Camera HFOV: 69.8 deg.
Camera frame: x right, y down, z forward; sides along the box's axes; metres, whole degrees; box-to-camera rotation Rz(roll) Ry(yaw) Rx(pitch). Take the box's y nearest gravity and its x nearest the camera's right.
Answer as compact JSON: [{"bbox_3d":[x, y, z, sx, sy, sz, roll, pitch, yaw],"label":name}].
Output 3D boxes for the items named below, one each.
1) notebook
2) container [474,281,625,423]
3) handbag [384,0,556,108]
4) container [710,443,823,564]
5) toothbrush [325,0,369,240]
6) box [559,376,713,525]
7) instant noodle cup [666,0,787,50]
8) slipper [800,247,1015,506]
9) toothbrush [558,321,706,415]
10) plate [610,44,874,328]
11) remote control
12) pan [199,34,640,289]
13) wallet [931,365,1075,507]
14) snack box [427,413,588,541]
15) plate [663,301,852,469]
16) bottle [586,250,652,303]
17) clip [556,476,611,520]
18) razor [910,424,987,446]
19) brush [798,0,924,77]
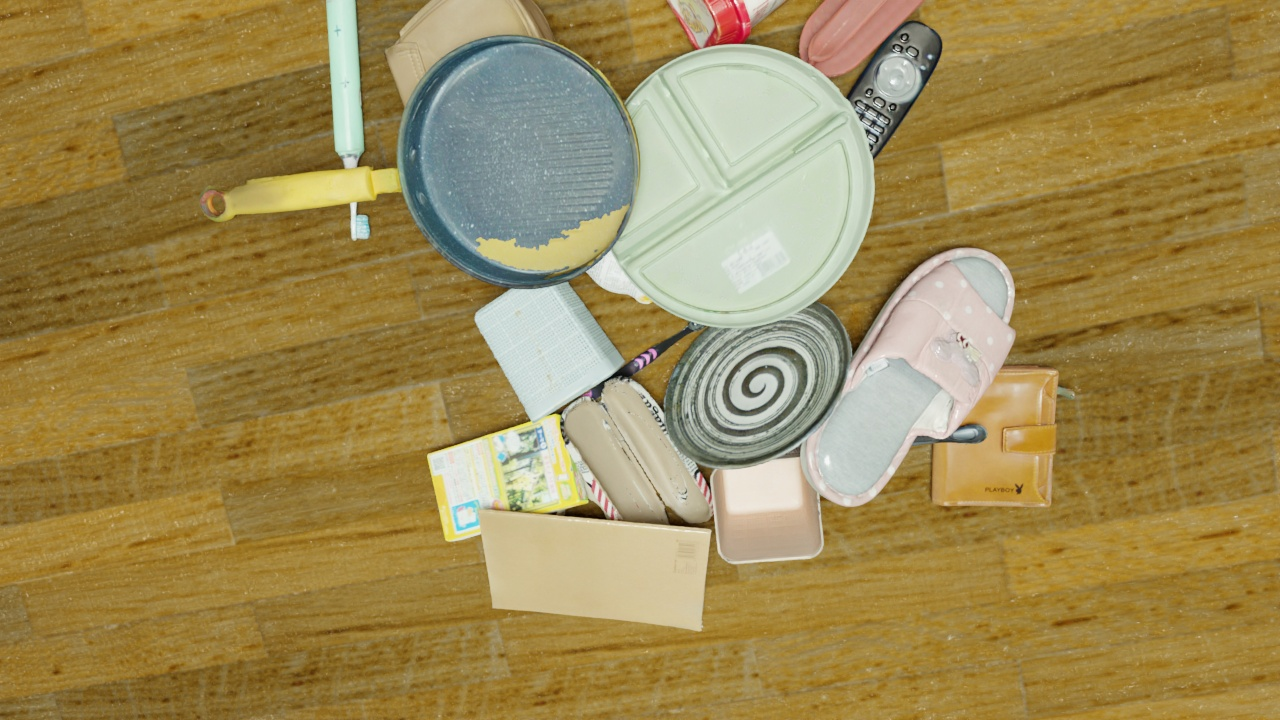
[{"bbox_3d":[-0.042,0.199,0.866,0.211,0.012,0.150,5,131,4],"label":"notebook"},{"bbox_3d":[-0.083,-0.018,0.833,0.090,0.090,0.111,-31,93,9],"label":"container"},{"bbox_3d":[-0.128,-0.215,0.801,0.148,0.099,0.204,-15,98,15],"label":"handbag"},{"bbox_3d":[0.111,0.118,0.827,0.090,0.110,0.090,-6,99,6],"label":"container"},{"bbox_3d":[-0.269,-0.223,0.843,0.027,0.026,0.224,-3,100,-17],"label":"toothbrush"},{"bbox_3d":[-0.001,0.096,0.849,0.086,0.075,0.162,-28,97,35],"label":"box"},{"bbox_3d":[0.087,-0.331,0.758,0.124,0.116,0.116,-32,96,-3],"label":"instant noodle cup"},{"bbox_3d":[0.236,0.009,0.774,0.114,0.054,0.274,46,74,-12],"label":"slipper"},{"bbox_3d":[-0.005,0.005,0.866,0.189,0.017,0.014,-35,85,11],"label":"toothbrush"},{"bbox_3d":[0.071,-0.137,0.743,0.230,0.027,0.230,4,104,16],"label":"plate"},{"bbox_3d":[0.211,-0.230,0.802,0.053,0.024,0.136,33,99,1],"label":"remote control"},{"bbox_3d":[-0.177,-0.147,0.737,0.358,0.078,0.198,-3,107,12],"label":"pan"},{"bbox_3d":[0.330,0.069,0.842,0.119,0.035,0.131,0,100,11],"label":"wallet"},{"bbox_3d":[-0.127,0.111,0.869,0.140,0.033,0.087,-19,78,14],"label":"snack box"},{"bbox_3d":[0.101,0.021,0.799,0.179,0.179,0.024,-35,132,9],"label":"plate"},{"bbox_3d":[-0.023,-0.094,0.826,0.108,0.063,0.063,21,101,1],"label":"bottle"},{"bbox_3d":[-0.061,0.133,0.884,0.098,0.035,0.099,-27,92,7],"label":"clip"},{"bbox_3d":[0.243,0.073,0.842,0.143,0.022,0.042,-8,86,21],"label":"razor"},{"bbox_3d":[0.191,-0.298,0.768,0.063,0.069,0.146,46,100,2],"label":"brush"}]
